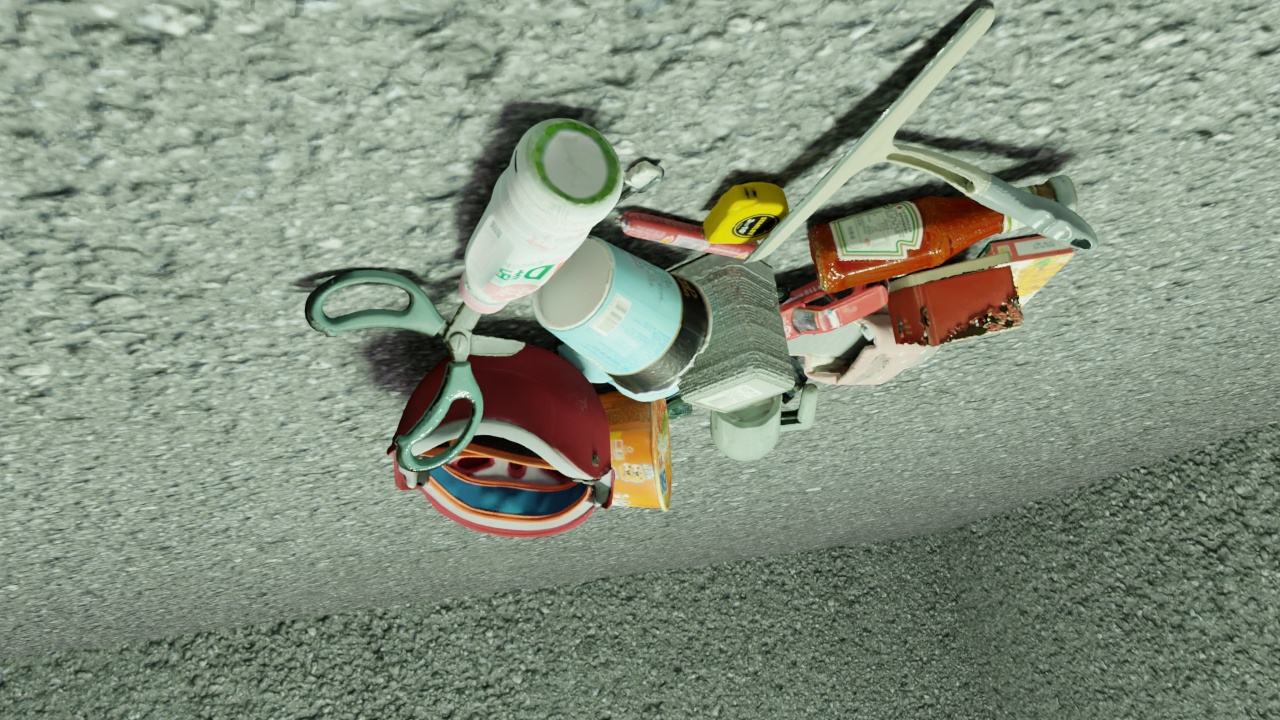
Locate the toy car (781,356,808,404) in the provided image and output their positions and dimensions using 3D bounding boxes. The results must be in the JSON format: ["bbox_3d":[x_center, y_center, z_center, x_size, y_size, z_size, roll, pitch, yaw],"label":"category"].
[{"bbox_3d":[0.175,0.021,1.087,0.034,0.043,0.091,-35,168,-14],"label":"toy car"}]

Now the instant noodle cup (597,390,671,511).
[{"bbox_3d":[-0.027,0.101,1.059,0.111,0.151,0.151,-5,162,7],"label":"instant noodle cup"}]

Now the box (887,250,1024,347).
[{"bbox_3d":[0.278,-0.045,0.823,0.091,0.079,0.168,-13,-179,7],"label":"box"}]

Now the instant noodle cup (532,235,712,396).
[{"bbox_3d":[-0.021,-0.041,0.727,0.111,0.111,0.120,-22,150,28],"label":"instant noodle cup"}]

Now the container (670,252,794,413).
[{"bbox_3d":[0.075,-0.022,0.798,0.090,0.114,0.090,-23,158,29],"label":"container"}]

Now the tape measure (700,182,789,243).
[{"bbox_3d":[0.080,-0.111,0.679,0.057,0.029,0.060,-2,159,-21],"label":"tape measure"}]

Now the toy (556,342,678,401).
[{"bbox_3d":[-0.006,0.005,0.931,0.156,0.049,0.162,1,158,-3],"label":"toy"}]

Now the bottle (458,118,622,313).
[{"bbox_3d":[-0.080,-0.085,0.618,0.068,0.068,0.197,-1,162,-27],"label":"bottle"}]

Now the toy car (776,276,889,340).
[{"bbox_3d":[0.169,-0.053,0.838,0.121,0.045,0.053,-22,139,10],"label":"toy car"}]

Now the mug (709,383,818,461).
[{"bbox_3d":[0.140,0.057,1.049,0.124,0.083,0.103,-8,155,3],"label":"mug"}]

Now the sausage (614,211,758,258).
[{"bbox_3d":[0.042,-0.096,0.716,0.155,0.020,0.020,6,155,-39],"label":"sausage"}]

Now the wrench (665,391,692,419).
[{"bbox_3d":[0.106,0.020,1.080,0.056,0.016,0.274,4,156,-36],"label":"wrench"}]

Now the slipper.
[{"bbox_3d":[0.227,-0.015,0.966,0.274,0.054,0.114,9,142,-38],"label":"slipper"}]

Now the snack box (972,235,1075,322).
[{"bbox_3d":[0.364,-0.079,0.927,0.077,0.027,0.156,-8,161,-4],"label":"snack box"}]

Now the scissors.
[{"bbox_3d":[-0.185,0.004,0.720,0.170,0.174,0.019,19,-167,-23],"label":"scissors"}]

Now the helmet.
[{"bbox_3d":[-0.124,0.071,0.887,0.207,0.143,0.240,5,151,1],"label":"helmet"}]

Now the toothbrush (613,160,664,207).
[{"bbox_3d":[-0.051,-0.096,0.671,0.018,0.015,0.182,16,147,-41],"label":"toothbrush"}]

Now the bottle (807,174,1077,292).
[{"bbox_3d":[0.241,-0.106,0.738,0.206,0.059,0.060,-14,161,8],"label":"bottle"}]

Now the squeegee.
[{"bbox_3d":[0.242,-0.126,0.665,0.246,0.039,0.247,13,143,-24],"label":"squeegee"}]
